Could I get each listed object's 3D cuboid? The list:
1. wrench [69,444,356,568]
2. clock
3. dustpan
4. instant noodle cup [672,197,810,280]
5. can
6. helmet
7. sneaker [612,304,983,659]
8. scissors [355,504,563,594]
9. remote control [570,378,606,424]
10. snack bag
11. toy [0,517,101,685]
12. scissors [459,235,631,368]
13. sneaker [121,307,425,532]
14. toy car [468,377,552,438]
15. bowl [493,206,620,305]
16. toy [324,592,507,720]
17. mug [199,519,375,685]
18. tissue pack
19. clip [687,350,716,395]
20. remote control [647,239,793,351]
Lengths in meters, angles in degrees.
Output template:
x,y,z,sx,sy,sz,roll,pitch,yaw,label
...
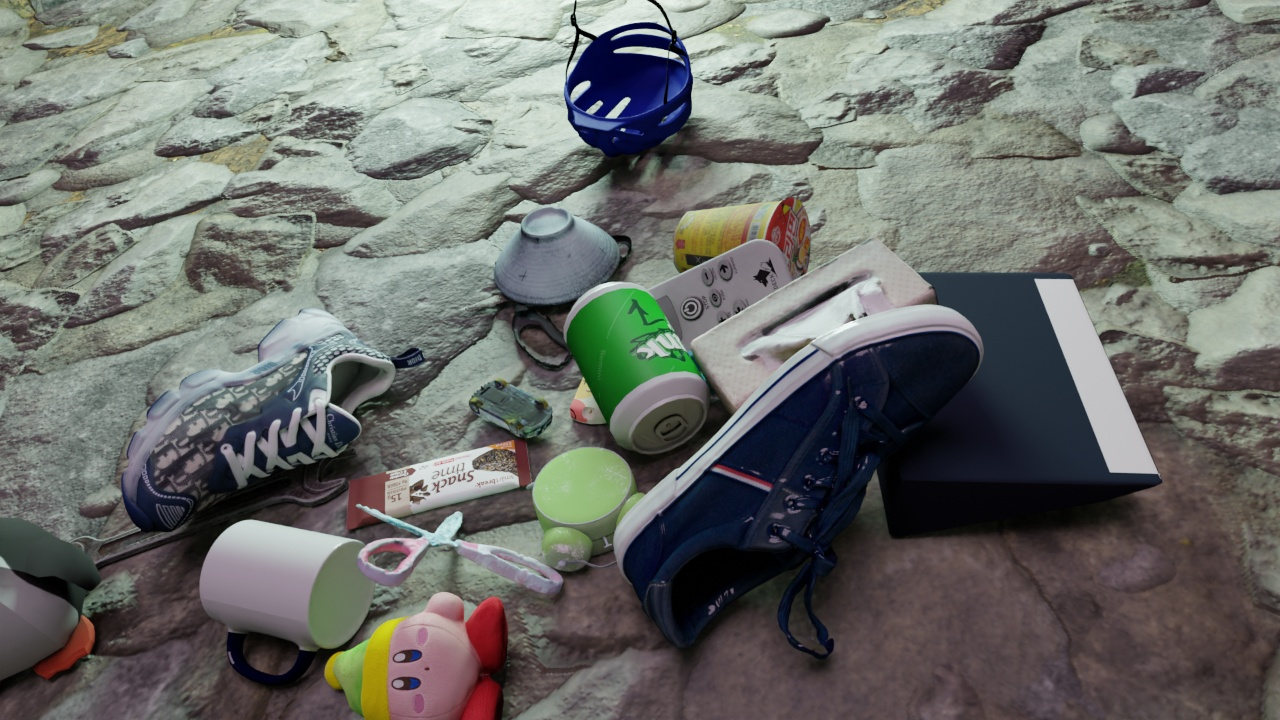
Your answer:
x,y,z,sx,sy,sz,roll,pitch,yaw,label
-0.380,0.135,0.799,0.273,0.010,0.070,-20,42,-9,wrench
-0.040,0.115,0.715,0.094,0.043,0.119,-23,43,-10,clock
0.223,0.031,0.735,0.273,0.080,0.235,1,43,5,dustpan
0.097,-0.112,0.901,0.113,0.100,0.100,10,45,35,instant noodle cup
-0.005,0.005,0.778,0.087,0.088,0.139,-22,53,-10,can
-0.012,-0.361,1.097,0.148,0.228,0.240,15,49,15,helmet
0.116,0.089,0.600,0.295,0.120,0.127,-41,36,10,sneaker
-0.138,0.141,0.672,0.177,0.013,0.170,18,4,1,scissors
-0.029,0.009,0.848,0.038,0.018,0.125,5,46,19,remote control
-0.172,0.104,0.781,0.158,0.013,0.057,-13,43,-1,snack bag
-0.513,0.149,0.677,0.159,0.184,0.140,-24,47,-10,toy
-0.080,-0.073,0.954,0.205,0.015,0.201,-29,46,-17,scissors
-0.310,0.054,0.797,0.132,0.103,0.268,13,39,23,sneaker
-0.114,0.045,0.820,0.090,0.027,0.038,23,50,35,toy car
-0.092,-0.122,0.955,0.137,0.057,0.136,-6,43,5,bowl
-0.156,0.221,0.616,0.131,0.097,0.124,1,71,-3,toy
-0.264,0.181,0.679,0.097,0.078,0.111,6,73,20,mug
0.136,-0.025,0.719,0.181,0.071,0.104,-28,41,-2,tissue pack
0.080,0.002,0.797,0.116,0.026,0.097,-4,45,34,clip
0.064,-0.052,0.829,0.151,0.019,0.074,-24,72,18,remote control
